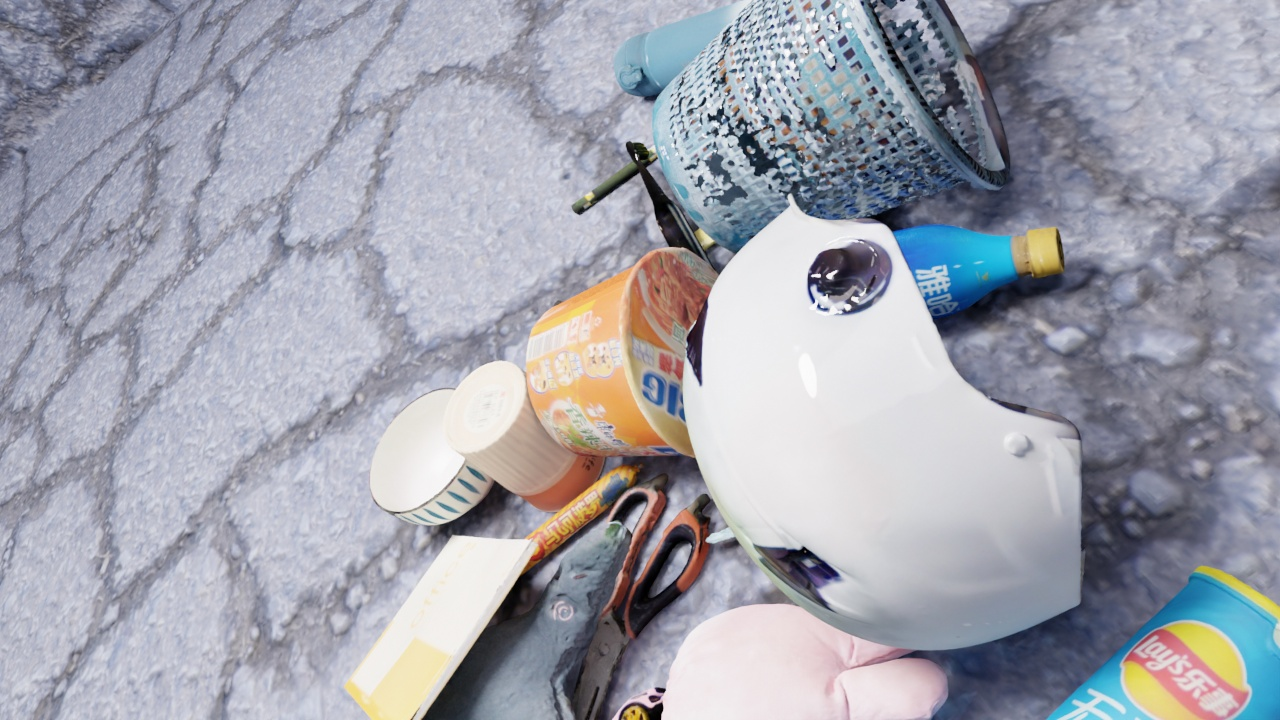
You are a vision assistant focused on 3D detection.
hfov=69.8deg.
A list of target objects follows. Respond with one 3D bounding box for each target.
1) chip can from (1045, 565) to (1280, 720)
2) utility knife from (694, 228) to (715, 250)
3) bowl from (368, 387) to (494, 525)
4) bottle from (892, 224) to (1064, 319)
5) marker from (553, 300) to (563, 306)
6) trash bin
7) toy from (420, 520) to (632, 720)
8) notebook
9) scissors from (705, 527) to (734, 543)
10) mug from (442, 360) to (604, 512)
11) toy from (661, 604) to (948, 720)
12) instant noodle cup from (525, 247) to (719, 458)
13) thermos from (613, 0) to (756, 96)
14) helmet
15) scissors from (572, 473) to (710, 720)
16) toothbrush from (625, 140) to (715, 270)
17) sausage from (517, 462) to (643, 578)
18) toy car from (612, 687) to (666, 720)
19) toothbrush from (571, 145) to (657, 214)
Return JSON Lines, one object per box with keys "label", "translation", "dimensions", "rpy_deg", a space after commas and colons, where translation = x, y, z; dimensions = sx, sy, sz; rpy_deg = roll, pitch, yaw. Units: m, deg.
{"label": "chip can", "translation": [0.212, 0.192, 0.419], "dimensions": [0.210, 0.071, 0.071], "rpy_deg": [-45, 44, 1]}
{"label": "utility knife", "translation": [0.040, -0.093, 0.791], "dimensions": [0.163, 0.018, 0.031], "rpy_deg": [-39, 49, 9]}
{"label": "bowl", "translation": [-0.165, 0.089, 0.777], "dimensions": [0.117, 0.066, 0.116], "rpy_deg": [-20, 49, 24]}
{"label": "bottle", "translation": [0.172, -0.056, 0.633], "dimensions": [0.219, 0.065, 0.065], "rpy_deg": [-8, 55, 31]}
{"label": "marker", "translation": [-0.083, -0.004, 0.821], "dimensions": [0.018, 0.015, 0.123], "rpy_deg": [-10, 51, 30]}
{"label": "trash bin", "translation": [0.125, -0.183, 0.673], "dimensions": [0.196, 0.226, 0.226], "rpy_deg": [-27, 46, 36]}
{"label": "toy", "translation": [-0.113, 0.256, 0.588], "dimensions": [0.355, 0.091, 0.138], "rpy_deg": [-58, 20, -15]}
{"label": "notebook", "translation": [-0.147, 0.186, 0.651], "dimensions": [0.145, 0.010, 0.207], "rpy_deg": [-55, 15, -22]}
{"label": "scissors", "translation": [0.105, 0.097, 0.604], "dimensions": [0.135, 0.017, 0.133], "rpy_deg": [-38, 37, 3]}
{"label": "mug", "translation": [-0.095, 0.050, 0.724], "dimensions": [0.082, 0.106, 0.114], "rpy_deg": [-38, 45, 8]}
{"label": "toy", "translation": [0.090, 0.179, 0.517], "dimensions": [0.160, 0.054, 0.121], "rpy_deg": [-14, 23, 17]}
{"label": "instant noodle cup", "translation": [-0.004, 0.004, 0.669], "dimensions": [0.112, 0.151, 0.151], "rpy_deg": [-15, 52, 38]}
{"label": "thermos", "translation": [0.075, -0.303, 0.882], "dimensions": [0.221, 0.070, 0.070], "rpy_deg": [-5, 57, 34]}
{"label": "helmet", "translation": [0.107, 0.045, 0.491], "dimensions": [0.146, 0.229, 0.258], "rpy_deg": [-37, 60, 4]}
{"label": "scissors", "translation": [-0.007, 0.184, 0.627], "dimensions": [0.194, 0.015, 0.206], "rpy_deg": [-31, 46, 14]}
{"label": "toothbrush", "translation": [0.027, -0.121, 0.789], "dimensions": [0.027, 0.026, 0.212], "rpy_deg": [-10, 53, -19]}
{"label": "sausage", "translation": [-0.063, 0.129, 0.704], "dimensions": [0.165, 0.021, 0.021], "rpy_deg": [-39, 44, 7]}
{"label": "toy car", "translation": [-0.019, 0.253, 0.559], "dimensions": [0.037, 0.056, 0.122], "rpy_deg": [28, 78, 38]}
{"label": "toothbrush", "translation": [0.008, -0.202, 0.896], "dimensions": [0.186, 0.012, 0.017], "rpy_deg": [-34, 39, 12]}
